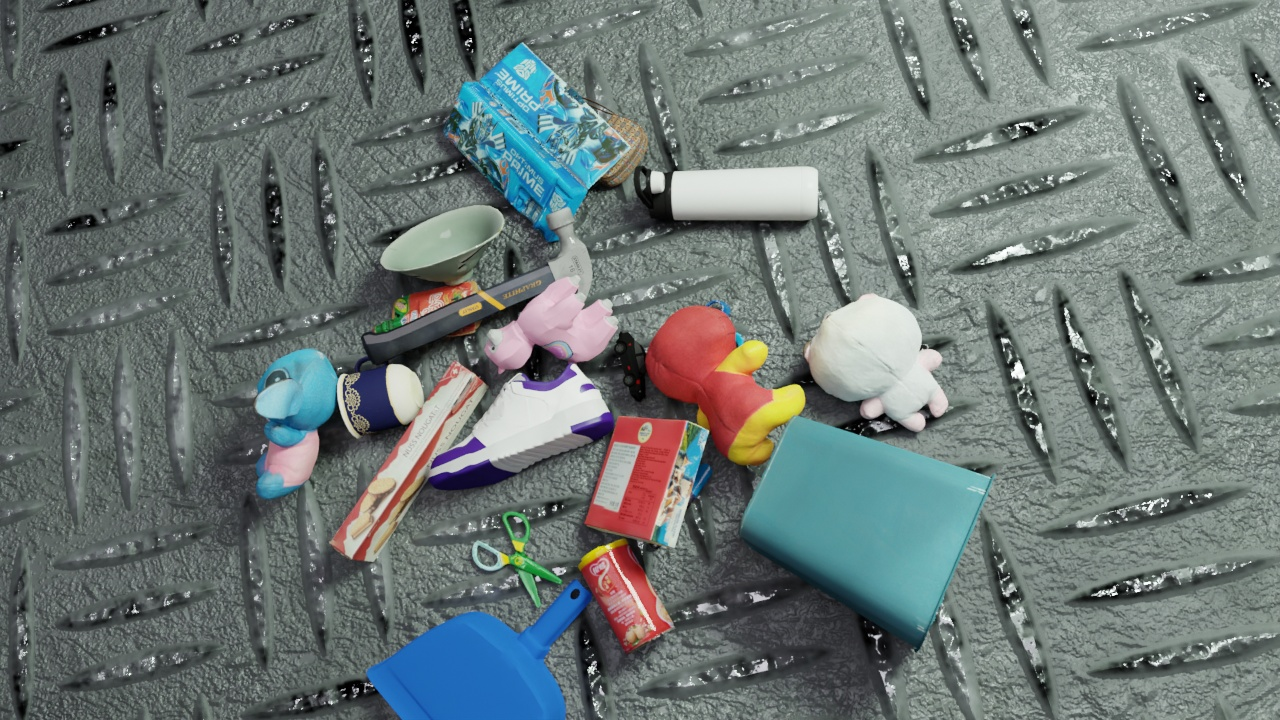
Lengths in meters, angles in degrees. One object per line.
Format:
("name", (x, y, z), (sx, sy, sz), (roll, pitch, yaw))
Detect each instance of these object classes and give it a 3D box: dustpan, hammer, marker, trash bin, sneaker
("dustpan", (-0.157, 0.364, 1.091), (0.245, 0.059, 0.258), (42, 94, 17))
("hammer", (-0.211, -0.078, 1.191), (0.312, 0.035, 0.139), (-23, 102, -6))
("marker", (0.050, 0.180, 1.133), (0.018, 0.015, 0.123), (34, 85, 19))
("trash bin", (0.244, 0.181, 1.017), (0.219, 0.196, 0.199), (23, 78, 21))
("sneaker", (-0.163, 0.077, 1.158), (0.244, 0.092, 0.111), (-22, 69, 0))

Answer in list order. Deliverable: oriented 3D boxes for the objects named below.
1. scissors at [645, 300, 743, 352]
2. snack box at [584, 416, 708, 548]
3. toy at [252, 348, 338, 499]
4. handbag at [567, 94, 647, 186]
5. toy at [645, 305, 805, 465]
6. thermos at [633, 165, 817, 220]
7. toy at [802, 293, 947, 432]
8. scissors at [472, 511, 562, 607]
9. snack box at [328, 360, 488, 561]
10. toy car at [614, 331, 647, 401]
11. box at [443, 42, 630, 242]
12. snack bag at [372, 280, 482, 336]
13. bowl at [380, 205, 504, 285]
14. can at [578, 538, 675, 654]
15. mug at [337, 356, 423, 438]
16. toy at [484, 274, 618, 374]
("scissors", (0.062, -0.033, 1.193), (0.135, 0.016, 0.083), (-15, 77, 10))
("snack box", (0.005, 0.140, 1.092), (0.040, 0.143, 0.144), (25, 75, -31))
("toy", (-0.442, 0.079, 1.154), (0.099, 0.224, 0.191), (14, 96, -15))
("handbag", (-0.083, -0.322, 1.280), (0.196, 0.043, 0.093), (37, 88, 17))
("toy", (0.090, 0.022, 1.103), (0.216, 0.098, 0.148), (48, 121, 29))
("thermos", (0.113, -0.221, 1.189), (0.230, 0.101, 0.068), (1, 77, 10))
("toy", (0.291, 0.007, 1.104), (0.139, 0.101, 0.179), (-45, 90, 8))
("scissors", (-0.158, 0.256, 1.145), (0.108, 0.012, 0.131), (-26, 71, 2))
("snack box", (-0.289, 0.131, 1.168), (0.044, 0.077, 0.272), (31, 81, 12))
("toy car", (-0.007, 0.007, 1.174), (0.036, 0.042, 0.091), (-18, 72, 6))
("box", (-0.152, -0.303, 1.249), (0.243, 0.060, 0.176), (46, 107, 17))
("snack bag", (-0.290, -0.058, 1.244), (0.155, 0.044, 0.087), (-13, 60, 12))
("bowl", (-0.256, -0.139, 1.236), (0.174, 0.068, 0.174), (-14, 32, 9))
("can", (-0.018, 0.279, 1.087), (0.066, 0.067, 0.124), (-31, 72, -1))
("mug", (-0.336, 0.038, 1.199), (0.089, 0.086, 0.111), (-14, 61, 2))
("toy", (-0.115, -0.033, 1.168), (0.158, 0.123, 0.067), (-40, 37, 17))
